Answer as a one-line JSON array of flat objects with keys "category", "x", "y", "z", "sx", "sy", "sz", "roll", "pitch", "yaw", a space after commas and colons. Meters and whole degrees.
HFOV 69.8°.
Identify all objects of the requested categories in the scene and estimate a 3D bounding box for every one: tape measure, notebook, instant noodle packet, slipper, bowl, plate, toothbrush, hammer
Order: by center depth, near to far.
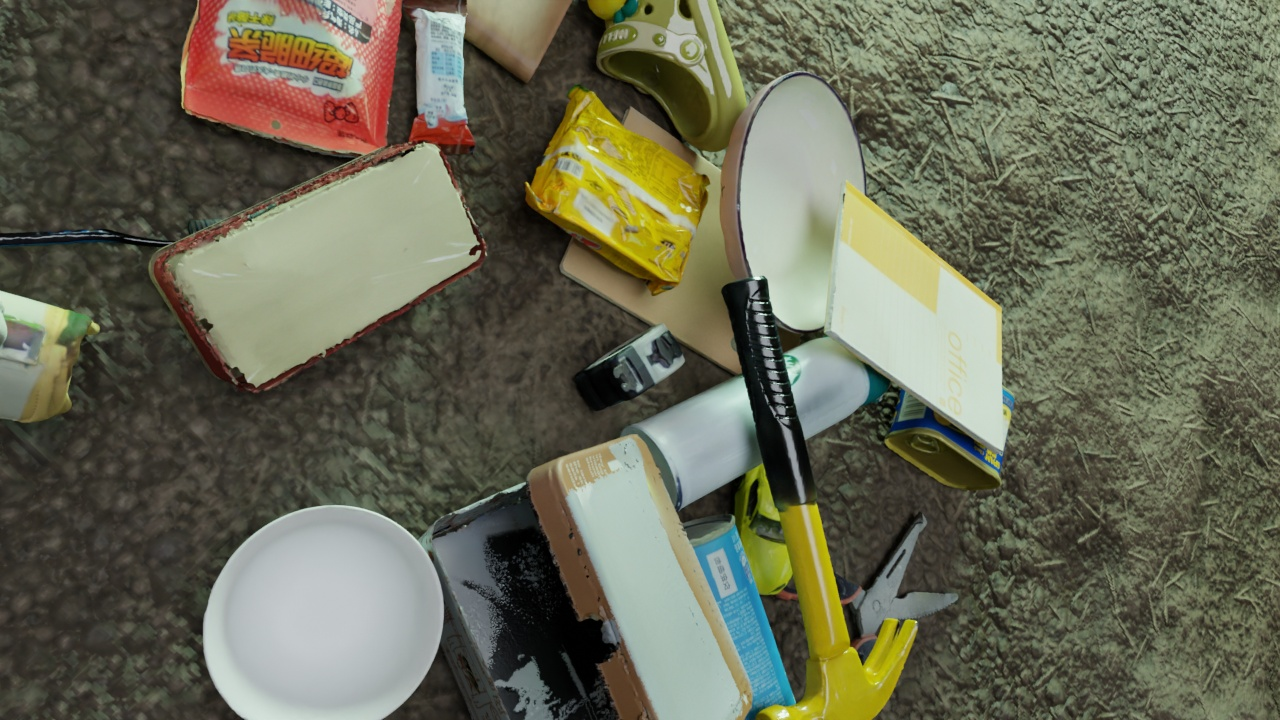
[{"category": "toothbrush", "x": -0.312, "y": -0.067, "z": 0.493, "sx": 0.189, "sy": 0.014, "sz": 0.016, "roll": -6, "pitch": 83, "yaw": -29}, {"category": "bowl", "x": -0.172, "y": 0.138, "z": 0.502, "sx": 0.118, "sy": 0.065, "sz": 0.118, "roll": 3, "pitch": 82, "yaw": -21}, {"category": "hammer", "x": 0.103, "y": 0.093, "z": 0.603, "sx": 0.128, "sy": 0.033, "sz": 0.300, "roll": -11, "pitch": 87, "yaw": -29}, {"category": "tape measure", "x": -0.004, "y": 0.004, "z": 0.623, "sx": 0.065, "sy": 0.066, "sz": 0.033, "roll": -33, "pitch": 97, "yaw": -28}, {"category": "instant noodle packet", "x": -0.016, "y": -0.117, "z": 0.641, "sx": 0.128, "sy": 0.044, "sz": 0.110, "roll": 32, "pitch": 60, "yaw": -25}, {"category": "slipper", "x": 0.010, "y": -0.236, "z": 0.664, "sx": 0.081, "sy": 0.092, "sz": 0.190, "roll": -31, "pitch": 100, "yaw": -28}, {"category": "plate", "x": 0.112, "y": -0.116, "z": 0.692, "sx": 0.192, "sy": 0.039, "sz": 0.192, "roll": -6, "pitch": 97, "yaw": -50}, {"category": "notebook", "x": 0.050, "y": -0.080, "z": 0.703, "sx": 0.207, "sy": 0.008, "sz": 0.147, "roll": 29, "pitch": 67, "yaw": -22}, {"category": "notebook", "x": 0.220, "y": -0.032, "z": 0.717, "sx": 0.206, "sy": 0.010, "sz": 0.145, "roll": 31, "pitch": 55, "yaw": -27}]

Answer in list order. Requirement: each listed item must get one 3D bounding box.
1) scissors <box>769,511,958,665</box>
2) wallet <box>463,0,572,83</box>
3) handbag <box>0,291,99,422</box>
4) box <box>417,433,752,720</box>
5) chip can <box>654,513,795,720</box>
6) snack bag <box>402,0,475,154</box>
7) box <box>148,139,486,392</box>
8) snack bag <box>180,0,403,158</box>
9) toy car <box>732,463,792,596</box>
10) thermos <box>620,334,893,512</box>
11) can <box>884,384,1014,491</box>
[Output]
[{"category": "scissors", "x": 0.168, "y": 0.203, "z": 0.713, "sx": 0.225, "sy": 0.015, "sz": 0.188, "roll": 14, "pitch": 74, "yaw": -26}, {"category": "wallet", "x": -0.098, "y": -0.268, "z": 0.648, "sx": 0.101, "sy": 0.020, "sz": 0.115, "roll": 33, "pitch": 64, "yaw": -20}, {"category": "handbag", "x": -0.325, "y": -0.018, "z": 0.382, "sx": 0.163, "sy": 0.179, "sz": 0.063, "roll": 18, "pitch": 78, "yaw": -27}, {"category": "box", "x": -0.018, "y": 0.143, "z": 0.513, "sx": 0.150, "sy": 0.167, "sz": 0.182, "roll": -21, "pitch": 80, "yaw": -29}, {"category": "chip can", "x": 0.064, "y": 0.215, "z": 0.621, "sx": 0.071, "sy": 0.071, "sz": 0.210, "roll": -19, "pitch": 90, "yaw": -31}, {"category": "snack bag", "x": -0.133, "y": -0.188, "z": 0.605, "sx": 0.048, "sy": 0.026, "sz": 0.104, "roll": -6, "pitch": 93, "yaw": -31}, {"category": "box", "x": -0.176, "y": -0.059, "z": 0.520, "sx": 0.168, "sy": 0.078, "sz": 0.091, "roll": -36, "pitch": 115, "yaw": -30}, {"category": "snack bag", "x": -0.202, "y": -0.232, "z": 0.560, "sx": 0.128, "sy": 0.073, "sz": 0.207, "roll": 12, "pitch": 80, "yaw": -41}, {"category": "toy car", "x": 0.093, "y": 0.118, "z": 0.668, "sx": 0.048, "sy": 0.032, "sz": 0.105, "roll": 16, "pitch": 65, "yaw": -16}, {"category": "thermos", "x": 0.094, "y": 0.032, "z": 0.665, "sx": 0.223, "sy": 0.073, "sz": 0.073, "roll": -24, "pitch": 93, "yaw": -28}, {"category": "can", "x": 0.262, "y": 0.050, "z": 0.772, "sx": 0.102, "sy": 0.057, "sz": 0.083, "roll": 32, "pitch": 64, "yaw": -21}]
